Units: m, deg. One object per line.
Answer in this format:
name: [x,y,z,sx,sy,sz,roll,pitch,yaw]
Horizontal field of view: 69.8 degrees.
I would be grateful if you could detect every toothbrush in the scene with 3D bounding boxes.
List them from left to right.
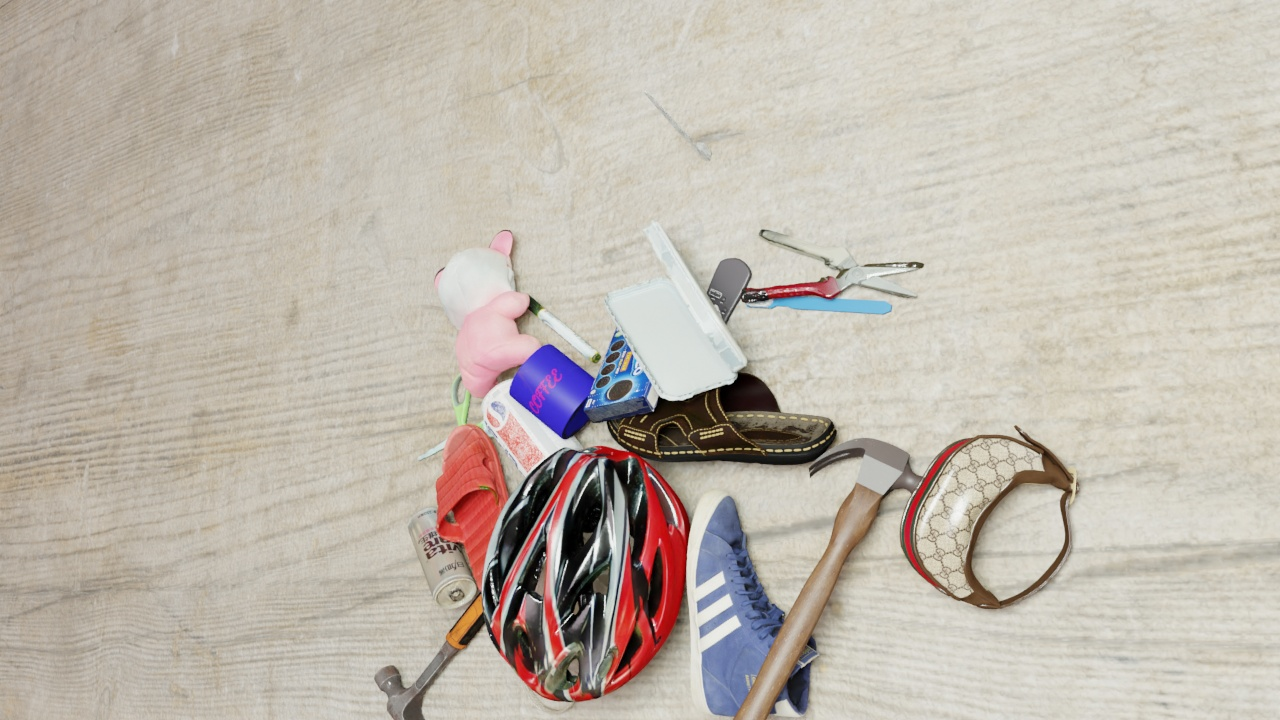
toothbrush: [0.044,-0.264,1.029,0.010,0.181,0.010,16,86,27]
toothbrush: [0.190,-0.063,1.000,0.167,0.014,0.016,6,84,31]

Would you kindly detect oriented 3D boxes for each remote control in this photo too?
remote control: [0.088,-0.061,1.064,0.046,0.009,0.124,28,96,32]

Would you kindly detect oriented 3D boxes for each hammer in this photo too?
hammer: [-0.214,0.347,1.155,0.315,0.035,0.138,-52,58,12]
hammer: [0.169,0.219,0.884,0.115,0.033,0.322,25,74,22]

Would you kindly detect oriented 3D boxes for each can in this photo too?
can: [-0.255,0.248,1.169,0.054,0.054,0.135,-51,43,13]
can: [-0.133,0.091,1.130,0.078,0.078,0.136,-50,60,13]

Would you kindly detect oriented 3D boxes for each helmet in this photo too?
helmet: [-0.067,0.221,0.962,0.218,0.167,0.271,11,82,30]

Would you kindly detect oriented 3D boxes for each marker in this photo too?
marker: [-0.103,-0.041,1.173,0.146,0.017,0.017,38,101,31]

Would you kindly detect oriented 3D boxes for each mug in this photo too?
mug: [-0.093,0.037,1.097,0.083,0.111,0.079,38,99,14]

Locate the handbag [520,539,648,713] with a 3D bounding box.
handbag: [-0.085,0.324,1.080,0.176,0.062,0.198,34,107,32]

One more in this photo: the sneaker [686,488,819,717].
sneaker: [0.120,0.250,0.936,0.119,0.091,0.233,-2,80,35]

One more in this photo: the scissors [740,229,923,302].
scissors: [0.195,-0.097,0.996,0.187,0.015,0.179,-34,56,8]

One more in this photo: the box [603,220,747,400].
box: [0.023,-0.041,1.016,0.125,0.106,0.215,-36,42,10]

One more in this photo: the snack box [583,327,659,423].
snack box: [-0.006,0.006,1.050,0.082,0.027,0.149,-16,35,29]

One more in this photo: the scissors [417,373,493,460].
scissors: [-0.234,0.099,1.227,0.168,0.023,0.171,3,86,26]

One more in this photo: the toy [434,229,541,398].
toy: [-0.204,-0.064,1.190,0.142,0.084,0.213,-36,53,30]

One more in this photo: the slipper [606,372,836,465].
slipper: [0.078,0.059,0.993,0.268,0.112,0.076,3,113,30]

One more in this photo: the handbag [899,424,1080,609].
handbag: [0.326,0.145,0.845,0.138,0.063,0.166,31,87,4]

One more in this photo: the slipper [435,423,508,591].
slipper: [-0.212,0.184,1.142,0.104,0.059,0.248,-43,51,24]
